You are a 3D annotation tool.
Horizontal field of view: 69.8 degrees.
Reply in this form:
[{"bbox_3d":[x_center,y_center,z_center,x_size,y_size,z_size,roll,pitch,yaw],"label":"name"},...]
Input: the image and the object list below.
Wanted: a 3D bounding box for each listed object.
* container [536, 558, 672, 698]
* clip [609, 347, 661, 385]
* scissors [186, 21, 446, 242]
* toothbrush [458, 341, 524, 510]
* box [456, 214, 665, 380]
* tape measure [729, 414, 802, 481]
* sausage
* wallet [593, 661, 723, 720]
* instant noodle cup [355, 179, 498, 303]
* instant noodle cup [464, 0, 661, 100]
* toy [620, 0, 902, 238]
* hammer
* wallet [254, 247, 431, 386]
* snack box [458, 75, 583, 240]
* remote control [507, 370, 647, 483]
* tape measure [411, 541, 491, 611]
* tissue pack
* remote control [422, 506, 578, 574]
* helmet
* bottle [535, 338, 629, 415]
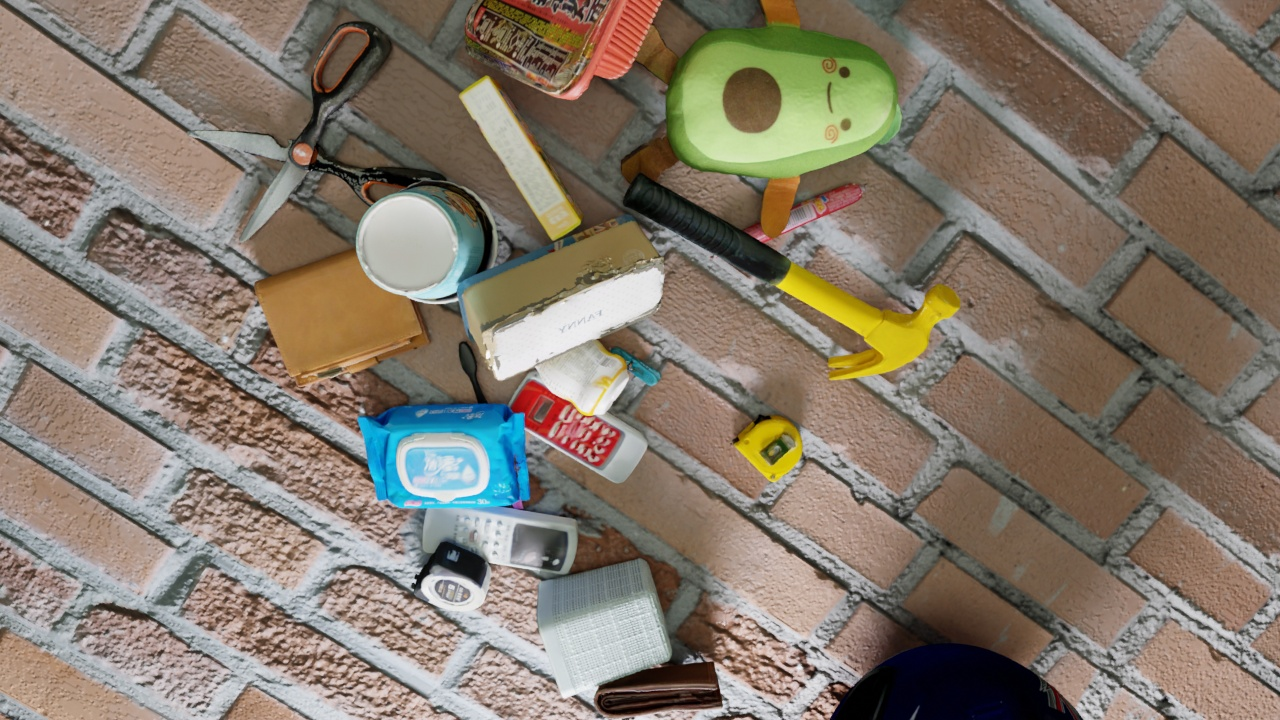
[{"bbox_3d":[-0.034,0.252,0.886,0.111,0.090,0.090,-17,103,-1],"label":"container"},{"bbox_3d":[-0.005,0.005,0.860,0.054,0.034,0.013,32,98,2],"label":"clip"},{"bbox_3d":[-0.276,-0.190,0.805,0.234,0.021,0.221,21,102,-7],"label":"scissors"},{"bbox_3d":[-0.141,0.069,0.878,0.014,0.017,0.189,-15,107,3],"label":"toothbrush"},{"bbox_3d":[-0.070,-0.051,0.781,0.184,0.090,0.061,-22,62,-17],"label":"box"},{"bbox_3d":[0.126,0.082,0.878,0.057,0.029,0.060,-43,101,8],"label":"tape measure"},{"bbox_3d":[0.133,-0.127,0.832,0.156,0.020,0.020,-24,103,4],"label":"sausage"},{"bbox_3d":[0.017,0.320,0.896,0.124,0.101,0.032,-6,83,1],"label":"wallet"},{"bbox_3d":[-0.178,-0.096,0.755,0.111,0.120,0.111,0,98,-2],"label":"instant noodle cup"},{"bbox_3d":[-0.047,-0.303,0.728,0.079,0.164,0.189,11,110,-50],"label":"instant noodle cup"},{"bbox_3d":[0.102,-0.216,0.775,0.247,0.089,0.227,-3,113,3],"label":"toy"},{"bbox_3d":[0.122,-0.077,0.803,0.300,0.032,0.129,28,129,-11],"label":"hammer"},{"bbox_3d":[-0.270,-0.042,0.837,0.132,0.031,0.108,-19,100,3],"label":"wallet"},{"bbox_3d":[-0.098,-0.171,0.781,0.034,0.087,0.140,-34,103,5],"label":"snack box"},{"bbox_3d":[-0.060,0.064,0.873,0.136,0.020,0.056,32,100,-8],"label":"remote control"},{"bbox_3d":[-0.179,0.212,0.888,0.066,0.033,0.066,29,129,-16],"label":"tape measure"},{"bbox_3d":[-0.182,0.090,0.852,0.157,0.052,0.095,-1,110,5],"label":"tissue pack"},{"bbox_3d":[-0.136,0.171,0.893,0.150,0.021,0.058,10,111,-3],"label":"remote control"},{"bbox_3d":[0.270,0.416,0.848,0.247,0.240,0.315,35,89,-10],"label":"helmet"},{"bbox_3d":[-0.065,0.001,0.837,0.108,0.063,0.063,36,100,5],"label":"bottle"}]
